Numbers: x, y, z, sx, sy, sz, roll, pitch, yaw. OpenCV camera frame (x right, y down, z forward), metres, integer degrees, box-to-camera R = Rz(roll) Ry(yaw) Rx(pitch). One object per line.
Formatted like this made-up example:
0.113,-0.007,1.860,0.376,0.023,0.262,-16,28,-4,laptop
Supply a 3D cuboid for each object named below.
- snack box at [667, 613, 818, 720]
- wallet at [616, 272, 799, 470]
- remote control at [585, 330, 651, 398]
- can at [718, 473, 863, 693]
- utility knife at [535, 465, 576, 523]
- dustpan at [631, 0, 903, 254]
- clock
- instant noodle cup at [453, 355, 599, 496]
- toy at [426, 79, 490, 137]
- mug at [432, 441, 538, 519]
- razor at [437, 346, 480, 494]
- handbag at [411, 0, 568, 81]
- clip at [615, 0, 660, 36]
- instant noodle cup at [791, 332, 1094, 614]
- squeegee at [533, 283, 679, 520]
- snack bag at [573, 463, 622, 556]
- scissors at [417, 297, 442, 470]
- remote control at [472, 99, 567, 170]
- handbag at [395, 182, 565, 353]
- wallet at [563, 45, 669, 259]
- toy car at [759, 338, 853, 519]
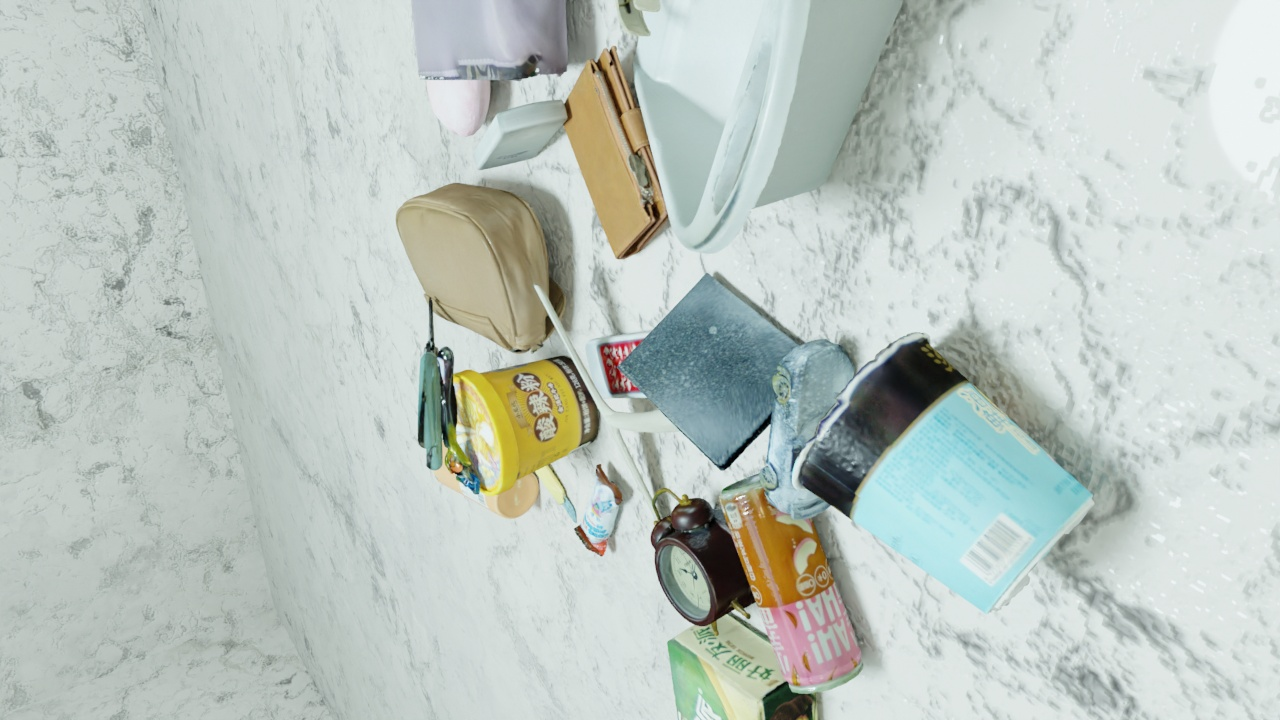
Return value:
0.091,0.339,0.755,0.114,0.063,0.240,19,122,53,snack box
0.051,0.005,0.630,0.121,0.097,0.019,44,-179,36,wallet
-0.005,0.004,0.771,0.136,0.020,0.056,-4,103,57,remote control
0.105,0.152,0.643,0.058,0.057,0.147,-24,85,58,can
-0.119,0.106,1.001,0.175,0.019,0.031,56,149,25,utility knife
0.036,-0.189,0.500,0.257,0.142,0.223,49,142,30,dustpan
0.048,0.156,0.734,0.122,0.055,0.082,59,147,15,clock
-0.111,0.055,0.871,0.118,0.114,0.119,31,130,47,instant noodle cup
-0.171,-0.288,0.840,0.121,0.054,0.160,43,140,54,toy
-0.175,0.131,1.051,0.123,0.078,0.078,23,124,45,mug
-0.171,0.055,0.834,0.043,0.022,0.143,23,123,48,razor
-0.116,-0.319,0.703,0.145,0.098,0.197,27,126,52,handbag
-0.008,-0.268,0.603,0.104,0.034,0.089,-120,37,-49,clip
0.161,0.063,0.480,0.120,0.111,0.111,41,138,26,instant noodle cup
0.030,0.040,0.693,0.247,0.039,0.246,-8,113,50,squeegee
-0.038,0.147,0.890,0.045,0.026,0.106,52,141,34,snack bag
-0.202,0.034,0.890,0.177,0.019,0.174,97,167,-48,scissors
-0.103,-0.187,0.764,0.135,0.056,0.019,175,79,-72,remote control
-0.150,-0.095,0.877,0.205,0.099,0.148,23,132,51,handbag
-0.019,-0.153,0.694,0.131,0.031,0.108,68,159,6,wallet
0.109,0.045,0.586,0.037,0.054,0.121,34,131,49,toy car
